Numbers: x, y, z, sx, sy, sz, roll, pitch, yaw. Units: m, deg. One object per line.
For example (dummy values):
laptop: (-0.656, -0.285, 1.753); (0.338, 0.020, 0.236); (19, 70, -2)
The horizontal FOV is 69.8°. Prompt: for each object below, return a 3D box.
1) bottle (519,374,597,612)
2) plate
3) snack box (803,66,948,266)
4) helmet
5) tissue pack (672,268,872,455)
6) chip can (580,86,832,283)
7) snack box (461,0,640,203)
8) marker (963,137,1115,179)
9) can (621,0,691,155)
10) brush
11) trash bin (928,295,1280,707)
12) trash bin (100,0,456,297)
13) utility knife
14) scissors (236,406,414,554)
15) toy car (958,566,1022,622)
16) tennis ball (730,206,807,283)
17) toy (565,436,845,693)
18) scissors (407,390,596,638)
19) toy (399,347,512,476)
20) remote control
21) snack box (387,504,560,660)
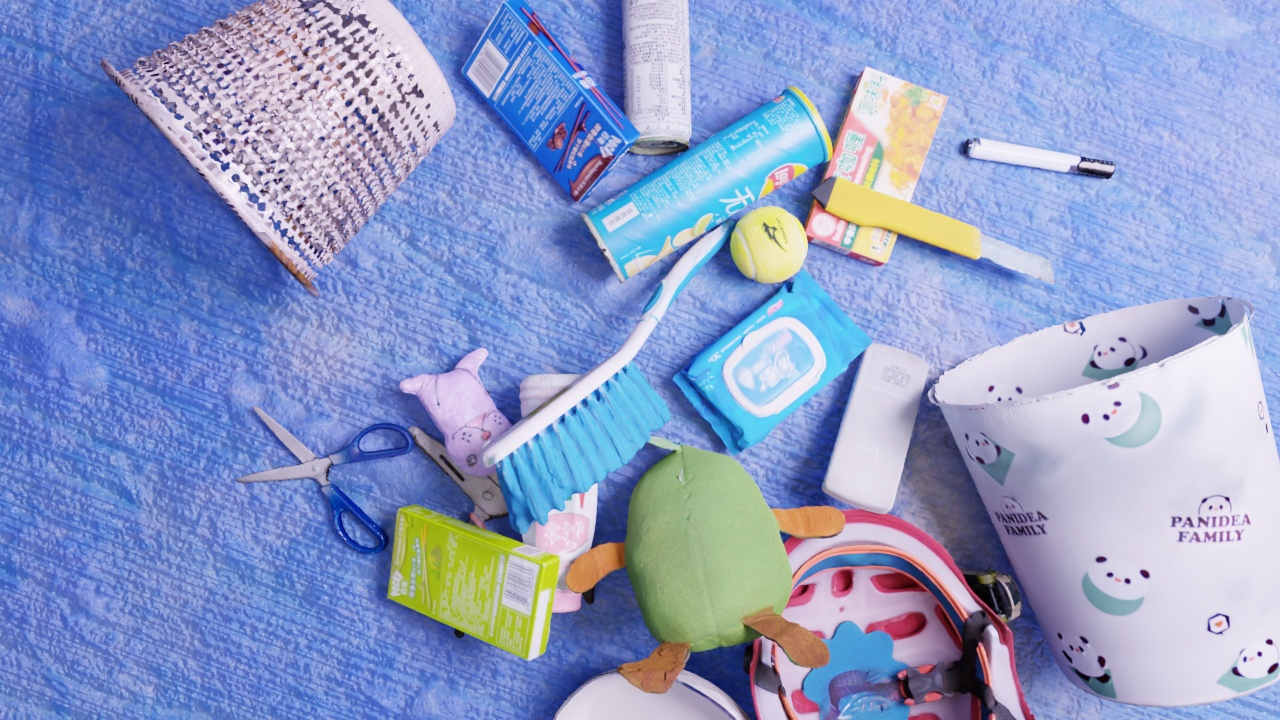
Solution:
bottle: (-0.071, 0.111, 0.779); (0.068, 0.068, 0.197); (1, 85, 1)
plate: (0.022, 0.343, 0.761); (0.205, 0.045, 0.205); (7, 105, 25)
snack box: (0.203, -0.168, 0.802); (0.077, 0.027, 0.156); (20, 90, 0)
helmet: (0.185, 0.257, 0.747); (0.207, 0.144, 0.239); (-8, 60, -5)
tissue pack: (0.114, 0.001, 0.791); (0.157, 0.052, 0.095); (-39, 90, 1)
chip can: (0.056, -0.149, 0.784); (0.210, 0.071, 0.071); (-31, 89, 2)
snack box: (-0.078, -0.220, 0.784); (0.157, 0.026, 0.085); (49, 133, 0)
marker: (0.349, -0.177, 0.803); (0.131, 0.022, 0.018); (9, 96, 0)
can: (0.014, -0.255, 0.790); (0.058, 0.058, 0.146); (-2, 90, 1)
brush: (-0.004, 0.004, 0.753); (0.313, 0.061, 0.109); (-37, 96, -24)
trash bin: (0.378, 0.105, 0.712); (0.229, 0.229, 0.252); (-21, 96, 1)
trash bin: (-0.266, -0.196, 0.732); (0.192, 0.228, 0.227); (-43, 89, -12)
utility knife: (0.249, -0.109, 0.779); (0.219, 0.015, 0.033); (21, 89, 2)
scissors: (-0.274, 0.099, 0.815); (0.162, 0.012, 0.176); (-31, 92, 9)
toy car: (0.286, 0.194, 0.771); (0.035, 0.091, 0.042); (-19, 86, -18)
tennis ball: (0.110, -0.099, 0.785); (0.065, 0.065, 0.065); (0, 90, 1)
toy: (0.050, 0.152, 0.719); (0.227, 0.246, 0.090); (-11, 127, 2)
scissors: (-0.124, 0.139, 0.814); (0.189, 0.015, 0.226); (8, 89, 0)
toy: (-0.146, 0.049, 0.794); (0.083, 0.039, 0.108); (-29, 84, -26)
remote control: (0.199, 0.055, 0.775); (0.058, 0.021, 0.149); (20, 63, 7)
snack box: (-0.143, 0.183, 0.768); (0.156, 0.026, 0.086); (13, 99, 27)
